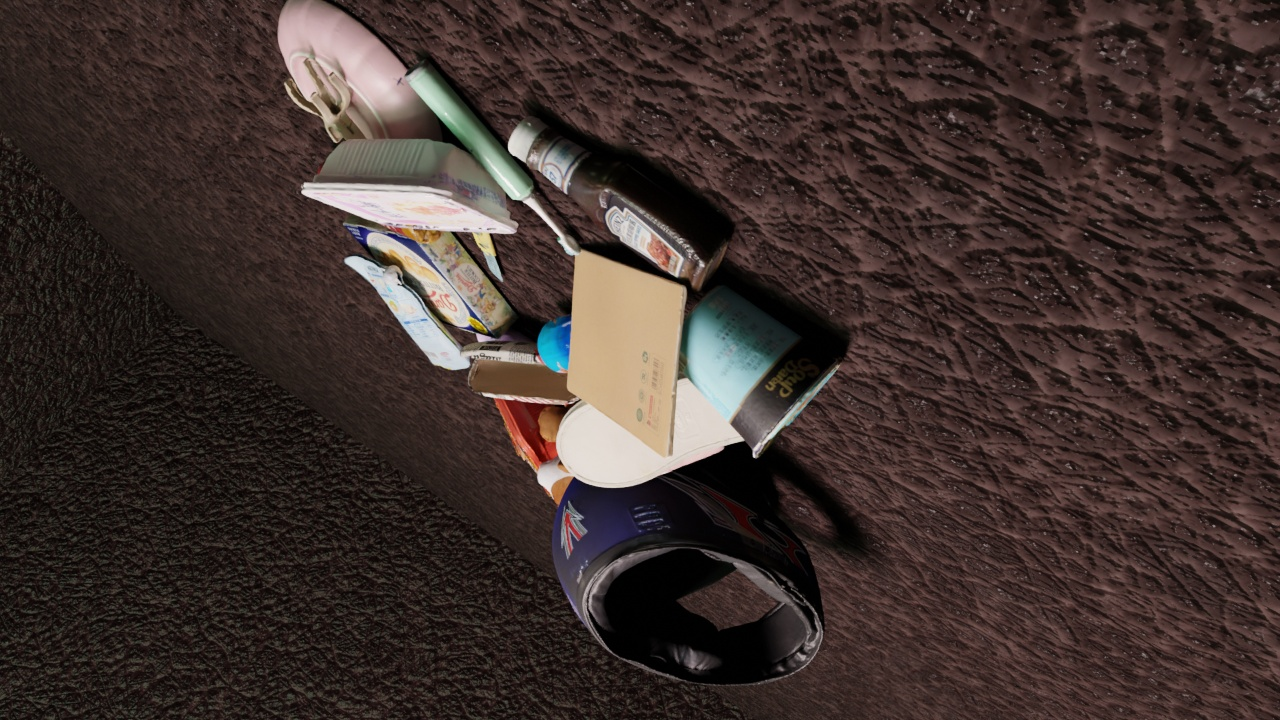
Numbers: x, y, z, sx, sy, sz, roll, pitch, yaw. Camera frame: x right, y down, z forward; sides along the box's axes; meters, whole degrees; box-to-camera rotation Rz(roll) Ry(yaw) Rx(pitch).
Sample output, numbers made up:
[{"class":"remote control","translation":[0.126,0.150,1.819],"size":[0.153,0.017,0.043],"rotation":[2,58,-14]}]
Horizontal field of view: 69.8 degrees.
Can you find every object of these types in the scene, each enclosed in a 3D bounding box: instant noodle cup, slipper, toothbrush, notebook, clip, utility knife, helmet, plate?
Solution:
[{"class":"instant noodle cup","translation":[0.089,0.001,0.773],"size":[0.120,0.111,0.111],"rotation":[42,160,12]},{"class":"instant noodle cup","translation":[-0.150,0.097,1.312],"size":[0.164,0.079,0.189],"rotation":[55,172,33]},{"class":"slipper","translation":[0.032,0.055,0.907],"size":[0.275,0.054,0.114],"rotation":[-23,108,31]},{"class":"toothbrush","translation":[-0.127,-0.177,0.834],"size":[0.224,0.026,0.027],"rotation":[48,155,-26]},{"class":"notebook","translation":[-0.018,-0.015,0.829],"size":[0.208,0.008,0.148],"rotation":[29,118,58]},{"class":"clip","translation":[-0.279,-0.227,0.850],"size":[0.082,0.034,0.104],"rotation":[24,160,31]},{"class":"utility knife","translation":[-0.174,-0.146,0.996],"size":[0.031,0.021,0.198],"rotation":[34,164,21]},{"class":"instant noodle cup","translation":[-0.212,-0.166,0.867],"size":[0.174,0.060,0.138],"rotation":[9,177,27]},{"class":"helmet","translation":[0.053,0.215,1.073],"size":[0.315,0.248,0.240],"rotation":[26,-153,-18]},{"class":"plate","translation":[-0.278,-0.258,0.886],"size":[0.192,0.039,0.193],"rotation":[32,158,14]}]

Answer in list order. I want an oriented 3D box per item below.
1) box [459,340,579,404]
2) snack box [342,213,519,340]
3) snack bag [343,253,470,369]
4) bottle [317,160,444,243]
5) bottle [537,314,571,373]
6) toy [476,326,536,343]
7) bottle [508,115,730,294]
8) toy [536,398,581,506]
[{"class":"box","translation":[-0.146,0.001,1.135],"size":[0.163,0.076,0.087],"rotation":[6,148,21]},{"class":"snack box","translation":[-0.264,-0.113,1.155],"size":[0.178,0.045,0.182],"rotation":[16,150,45]},{"class":"snack bag","translation":[-0.300,-0.064,1.198],"size":[0.110,0.038,0.191],"rotation":[25,155,46]},{"class":"bottle","translation":[-0.294,-0.185,1.035],"size":[0.175,0.057,0.057],"rotation":[25,156,27]},{"class":"bottle","translation":[-0.044,-0.028,0.956],"size":[0.065,0.065,0.219],"rotation":[43,159,-15]},{"class":"toy","translation":[-0.173,-0.017,1.213],"size":[0.108,0.038,0.084],"rotation":[30,139,16]},{"class":"bottle","translation":[-0.020,-0.130,0.740],"size":[0.195,0.044,0.080],"rotation":[36,162,7]},{"class":"toy","translation":[-0.079,0.136,1.193],"size":[0.131,0.139,0.200],"rotation":[-2,113,19]}]
